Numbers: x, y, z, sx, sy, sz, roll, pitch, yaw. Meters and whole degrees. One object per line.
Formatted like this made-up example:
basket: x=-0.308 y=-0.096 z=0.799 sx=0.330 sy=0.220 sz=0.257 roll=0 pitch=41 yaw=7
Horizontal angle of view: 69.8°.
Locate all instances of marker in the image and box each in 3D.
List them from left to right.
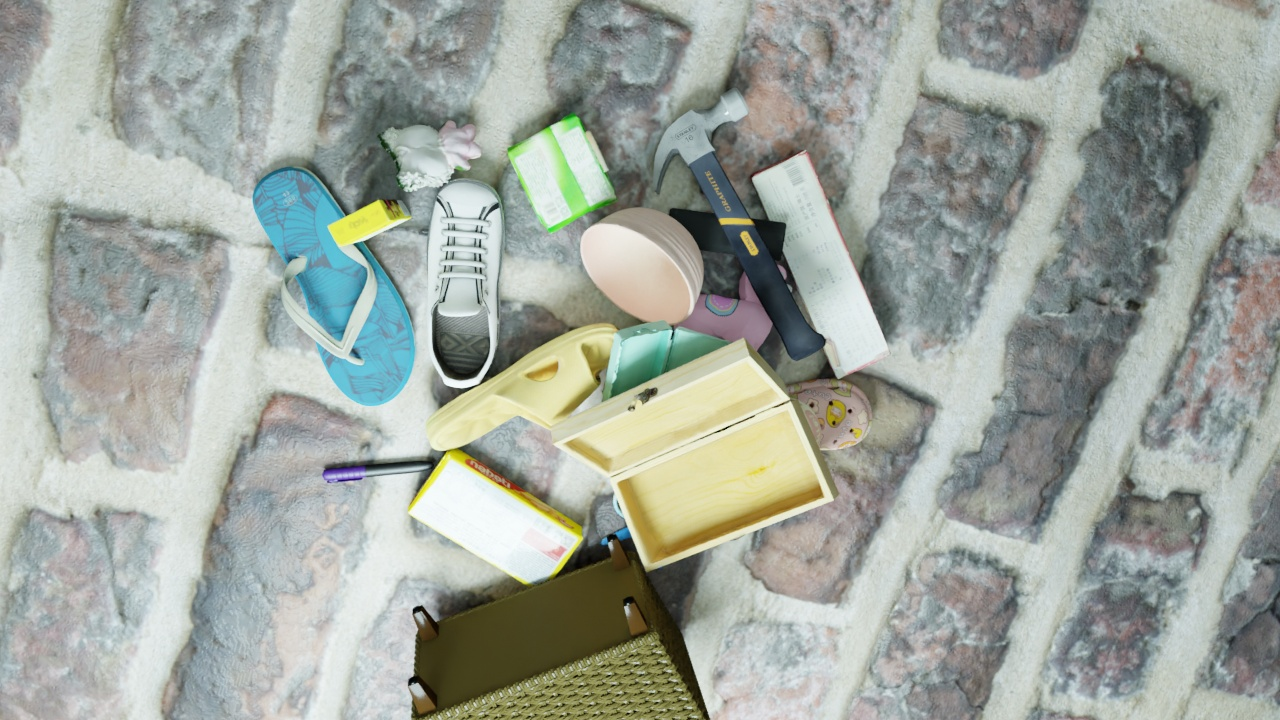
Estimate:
marker: x=-0.321 y=0.136 z=1.125 sx=0.134 sy=0.015 sz=0.018 roll=-5 pitch=116 yaw=-5

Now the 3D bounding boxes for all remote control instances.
remote control: x=0.100 y=-0.150 z=1.087 sx=0.140 sy=0.021 sz=0.045 roll=10 pitch=101 yaw=13

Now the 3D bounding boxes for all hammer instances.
hammer: x=0.124 y=-0.146 z=1.051 sx=0.139 sy=0.035 sz=0.312 roll=-29 pitch=83 yaw=9

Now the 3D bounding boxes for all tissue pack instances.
tissue pack: x=-0.089 y=-0.218 z=1.067 sx=0.099 sy=0.034 sz=0.114 roll=-26 pitch=103 yaw=2

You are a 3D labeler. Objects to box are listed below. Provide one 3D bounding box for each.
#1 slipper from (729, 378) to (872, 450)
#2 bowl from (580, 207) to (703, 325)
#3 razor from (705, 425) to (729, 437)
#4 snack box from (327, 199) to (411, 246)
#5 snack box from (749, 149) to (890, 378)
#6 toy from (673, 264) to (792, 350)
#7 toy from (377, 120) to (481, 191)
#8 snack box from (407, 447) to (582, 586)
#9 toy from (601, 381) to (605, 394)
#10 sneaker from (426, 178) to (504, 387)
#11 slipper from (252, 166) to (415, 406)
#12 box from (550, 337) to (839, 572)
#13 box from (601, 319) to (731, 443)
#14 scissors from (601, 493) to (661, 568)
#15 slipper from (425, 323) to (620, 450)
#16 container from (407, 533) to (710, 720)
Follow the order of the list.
slipper: x=0.194 y=0.076 z=1.133 sx=0.197 sy=0.081 sz=0.093 roll=-4 pitch=101 yaw=-3
bowl: x=0.013 y=-0.119 z=1.056 sx=0.153 sy=0.153 sz=0.076 roll=45 pitch=60 yaw=-12
razor: x=0.097 y=0.037 z=1.129 sx=0.044 sy=0.021 sz=0.144 roll=-2 pitch=83 yaw=28
snack box: x=-0.292 y=-0.152 z=1.001 sx=0.061 sy=0.149 sz=0.025 roll=-27 pitch=102 yaw=-1
snack box: x=0.220 y=-0.115 z=1.116 sx=0.077 sy=0.044 sz=0.273 roll=-25 pitch=102 yaw=5
toy: x=0.108 y=-0.056 z=1.097 sx=0.123 sy=0.067 sz=0.157 roll=15 pitch=76 yaw=12
toy: x=-0.232 y=-0.234 z=1.038 sx=0.108 sy=0.041 sz=0.095 roll=-19 pitch=67 yaw=-13
snack box: x=-0.179 y=0.199 z=1.139 sx=0.200 sy=0.042 sz=0.092 roll=34 pitch=97 yaw=-11
toy: x=-0.007 y=0.007 z=1.114 sx=0.102 sy=0.065 sz=0.050 roll=-33 pitch=71 yaw=5
sneaker: x=-0.205 y=-0.083 z=1.050 sx=0.091 sy=0.097 sz=0.245 roll=5 pitch=101 yaw=-7
slipper: x=-0.351 y=-0.082 z=1.057 sx=0.118 sy=0.060 sz=0.295 roll=-25 pitch=103 yaw=-4
box: x=0.066 y=0.106 z=1.064 sx=0.248 sy=0.118 sz=0.252 roll=-25 pitch=119 yaw=18
box: x=0.022 y=0.032 z=1.076 sx=0.138 sy=0.055 sz=0.187 roll=0 pitch=137 yaw=-15
scissors: x=0.007 y=0.211 z=1.176 sx=0.125 sy=0.013 sz=0.127 roll=-22 pitch=99 yaw=-2
slipper: x=-0.127 y=0.049 z=1.079 sx=0.263 sy=0.099 sz=0.078 roll=-27 pitch=70 yaw=4
container: x=-0.110 y=0.364 z=1.089 sx=0.321 sy=0.176 sz=0.205 roll=-20 pitch=117 yaw=-2
